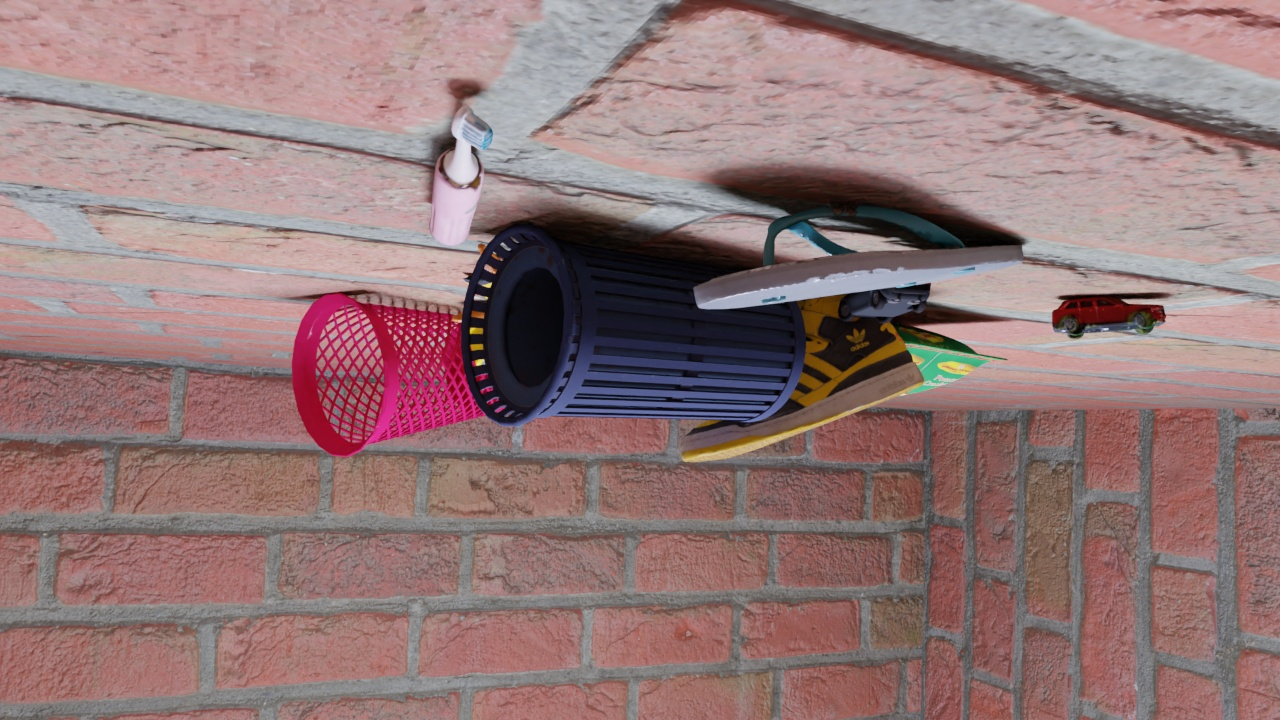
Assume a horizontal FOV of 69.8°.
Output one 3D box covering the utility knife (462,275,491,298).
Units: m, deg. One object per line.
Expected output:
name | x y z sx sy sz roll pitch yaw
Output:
utility knife | -0.132 -0.053 0.938 0.030 0.017 0.191 8 164 16

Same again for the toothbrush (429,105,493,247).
toothbrush | -0.097 -0.093 0.489 0.026 0.027 0.223 33 170 -10

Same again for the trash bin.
trash bin | 0.006 -0.018 0.708 0.249 0.139 0.139 4 176 -39

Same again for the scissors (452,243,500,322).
scissors | -0.089 -0.041 0.737 0.125 0.128 0.011 -15 -159 -18

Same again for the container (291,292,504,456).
container | -0.272 0.013 1.117 0.184 0.183 0.225 -1 -178 39

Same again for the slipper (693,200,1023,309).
slipper | 0.149 -0.071 0.572 0.268 0.054 0.098 -8 180 -34

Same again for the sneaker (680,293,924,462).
sneaker | 0.135 0.008 0.850 0.238 0.122 0.086 -18 169 -11

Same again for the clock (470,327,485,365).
clock | -0.152 -0.032 1.055 0.083 0.057 0.119 -2 158 -41

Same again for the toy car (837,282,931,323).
toy car | 0.203 -0.053 0.770 0.046 0.034 0.112 3 174 -8

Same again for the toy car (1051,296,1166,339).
toy car | 0.418 -0.038 0.822 0.091 0.036 0.042 1 175 27

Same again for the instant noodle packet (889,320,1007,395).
instant noodle packet | 0.244 -0.002 1.032 0.195 0.090 0.253 7 172 -39
